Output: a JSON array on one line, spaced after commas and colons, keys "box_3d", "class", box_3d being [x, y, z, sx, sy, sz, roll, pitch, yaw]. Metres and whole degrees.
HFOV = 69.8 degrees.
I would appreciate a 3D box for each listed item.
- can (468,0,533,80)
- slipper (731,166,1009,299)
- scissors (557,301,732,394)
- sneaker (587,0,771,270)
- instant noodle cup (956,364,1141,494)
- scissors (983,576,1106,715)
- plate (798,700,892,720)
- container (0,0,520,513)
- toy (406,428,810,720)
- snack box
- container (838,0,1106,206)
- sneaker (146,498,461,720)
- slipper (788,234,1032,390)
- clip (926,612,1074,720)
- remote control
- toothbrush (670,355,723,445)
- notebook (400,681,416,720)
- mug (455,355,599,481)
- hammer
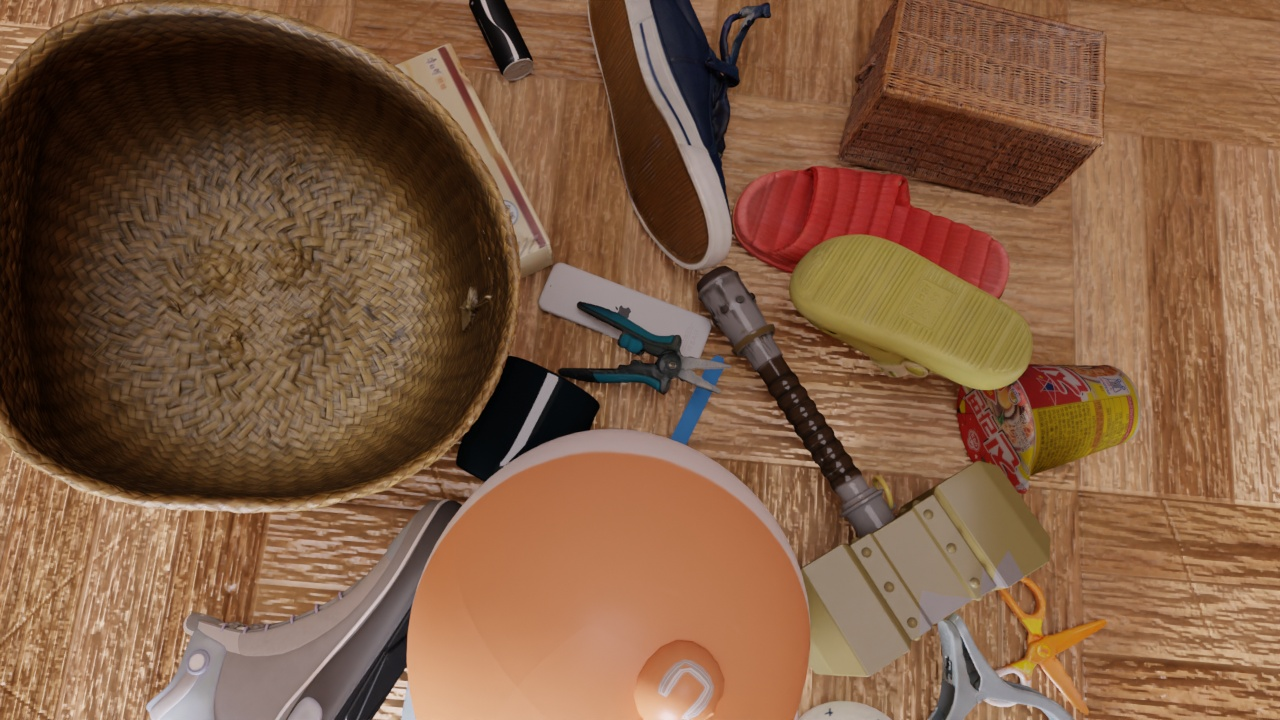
[{"box_3d": [-0.126, -0.295, 0.828, 0.031, 0.031, 0.080, -24, 79, -7], "class": "can"}, {"box_3d": [0.203, -0.109, 0.786, 0.249, 0.059, 0.103, 15, 77, 0], "class": "slipper"}, {"box_3d": [-0.007, -0.003, 0.751, 0.119, 0.019, 0.151, -42, 72, 12], "class": "scissors"}, {"box_3d": [0.050, -0.219, 0.794, 0.127, 0.121, 0.294, -6, 74, -27], "class": "sneaker"}, {"box_3d": [0.333, 0.042, 0.744, 0.112, 0.100, 0.100, -9, 78, -13], "class": "instant noodle cup"}, {"box_3d": [0.317, 0.233, 0.736, 0.131, 0.011, 0.125, -34, 83, -8], "class": "scissors"}, {"box_3d": [0.156, 0.312, 0.689, 0.104, 0.026, 0.104, -3, 79, 16], "class": "plate"}, {"box_3d": [-0.248, -0.052, 0.605, 0.306, 0.197, 0.307, 2, 85, -19], "class": "container"}, {"box_3d": [-0.017, 0.186, 0.591, 0.265, 0.280, 0.263, 39, 99, -7], "class": "toy"}, {"box_3d": [-0.186, -0.147, 0.780, 0.153, 0.055, 0.207, -26, 80, -7], "class": "snack box"}, {"box_3d": [0.283, -0.225, 0.787, 0.198, 0.114, 0.112, 14, 72, -1], "class": "container"}, {"box_3d": [-0.249, 0.194, 0.691, 0.160, 0.093, 0.256, 27, 76, 12], "class": "sneaker"}, {"box_3d": [0.212, -0.031, 0.731, 0.190, 0.082, 0.091, 26, 71, 17], "class": "slipper"}, {"box_3d": [0.288, 0.286, 0.708, 0.164, 0.031, 0.168, 9, 89, -8], "class": "clip"}, {"box_3d": [-0.013, -0.040, 0.787, 0.146, 0.008, 0.045, 21, 78, 3], "class": "remote control"}, {"box_3d": [0.031, 0.068, 0.761, 0.016, 0.014, 0.166, 27, 77, 4], "class": "toothbrush"}, {"box_3d": [-0.067, 0.339, 0.698, 0.253, 0.009, 0.181, 9, 77, 0], "class": "notebook"}, {"box_3d": [-0.077, 0.067, 0.730, 0.121, 0.085, 0.094, 33, 77, -25], "class": "mug"}, {"box_3d": [0.141, 0.062, 0.730, 0.190, 0.101, 0.324, -29, 74, -8], "class": "hammer"}]
